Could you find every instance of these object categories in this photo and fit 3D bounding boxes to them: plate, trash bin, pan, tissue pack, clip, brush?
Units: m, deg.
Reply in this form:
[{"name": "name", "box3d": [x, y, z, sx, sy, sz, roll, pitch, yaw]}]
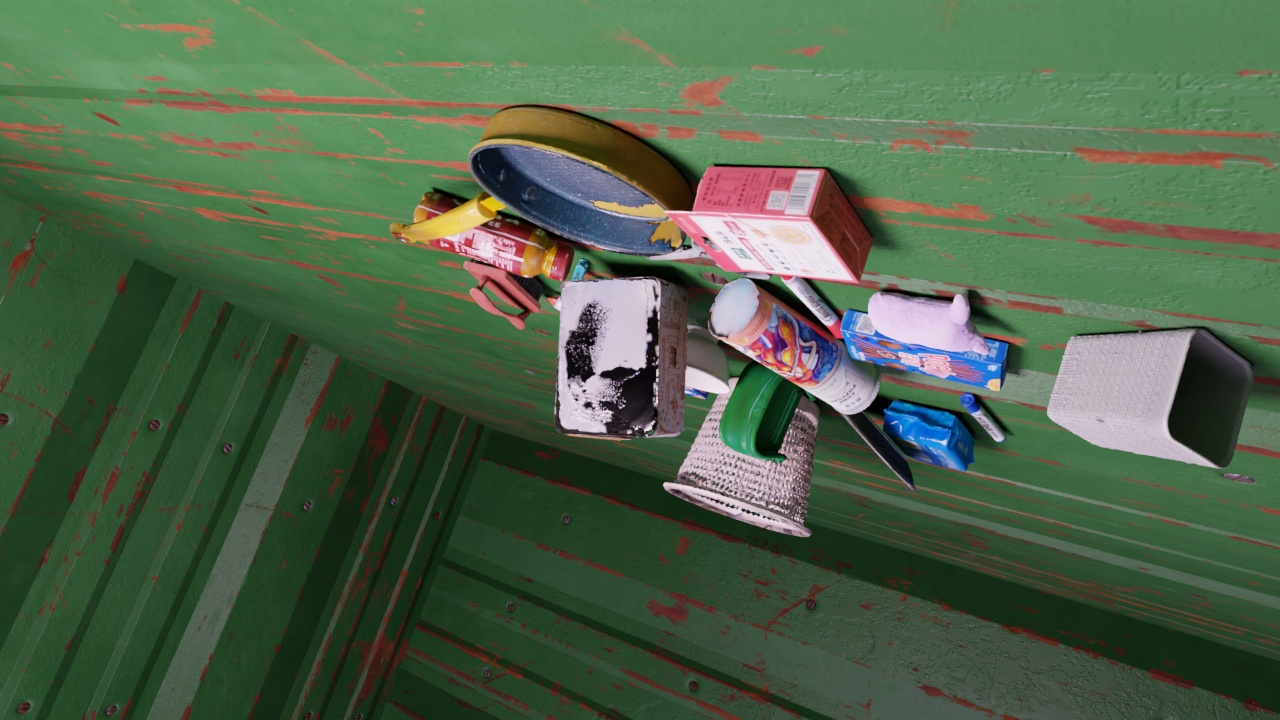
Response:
[{"name": "plate", "box3d": [0.308, 0.096, 1.215, 0.179, 0.024, 0.179, 45, -170, -10]}, {"name": "trash bin", "box3d": [0.171, 0.138, 1.370, 0.227, 0.192, 0.228, 19, 168, 4]}, {"name": "pan", "box3d": [-0.114, -0.143, 0.843, 0.358, 0.078, 0.197, 9, 164, 42]}, {"name": "tissue pack", "box3d": [0.381, 0.099, 1.201, 0.095, 0.052, 0.157, 15, 168, 35]}, {"name": "clip", "box3d": [-0.072, -0.105, 1.090, 0.015, 0.049, 0.057, 23, 159, -3]}, {"name": "brush", "box3d": [-0.176, -0.090, 1.206, 0.063, 0.069, 0.146, 16, 168, 22]}]

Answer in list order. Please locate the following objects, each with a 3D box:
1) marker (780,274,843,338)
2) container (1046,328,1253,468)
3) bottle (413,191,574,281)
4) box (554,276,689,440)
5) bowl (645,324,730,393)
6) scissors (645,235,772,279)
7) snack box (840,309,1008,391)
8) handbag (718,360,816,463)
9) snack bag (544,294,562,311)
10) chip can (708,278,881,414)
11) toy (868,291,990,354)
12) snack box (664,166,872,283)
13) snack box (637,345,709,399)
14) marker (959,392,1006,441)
[{"name": "marker", "box3d": [0.175, -0.056, 0.917, 0.017, 0.017, 0.145, 11, 166, 37]}, {"name": "container", "box3d": [0.411, 0.028, 0.751, 0.090, 0.090, 0.114, 26, 170, -26]}, {"name": "bottle", "box3d": [-0.161, -0.133, 1.012, 0.175, 0.057, 0.057, 19, 169, 2]}, {"name": "box", "box3d": [-0.007, 0.006, 1.078, 0.157, 0.183, 0.192, 1, 176, 28]}, {"name": "bowl", "box3d": [0.070, -0.008, 1.191, 0.118, 0.064, 0.118, 19, 169, 4]}, {"name": "scissors", "box3d": [0.054, -0.105, 0.903, 0.170, 0.014, 0.159, 20, 169, 4]}, {"name": "snack box", "box3d": [0.285, -0.010, 0.924, 0.157, 0.026, 0.084, 14, 167, 25]}, {"name": "handbag", "box3d": [0.175, 0.070, 1.223, 0.120, 0.131, 0.068, 24, 177, -40]}, {"name": "snack bag", "box3d": [-0.082, -0.074, 1.232, 0.104, 0.026, 0.048, 7, 169, 45]}, {"name": "chip can", "box3d": [0.170, -0.013, 0.994, 0.214, 0.071, 0.071, 29, 165, -34]}, {"name": "toy", "box3d": [0.253, -0.037, 0.827, 0.108, 0.038, 0.084, 15, 154, 42]}, {"name": "snack box", "box3d": [0.104, -0.108, 0.729, 0.127, 0.044, 0.113, 10, 166, 35]}, {"name": "snack box", "box3d": [0.008, 0.005, 1.371, 0.208, 0.057, 0.058, 13, 170, 28]}, {"name": "marker", "box3d": [0.415, 0.071, 1.106, 0.017, 0.017, 0.145, 10, 165, 40]}]
